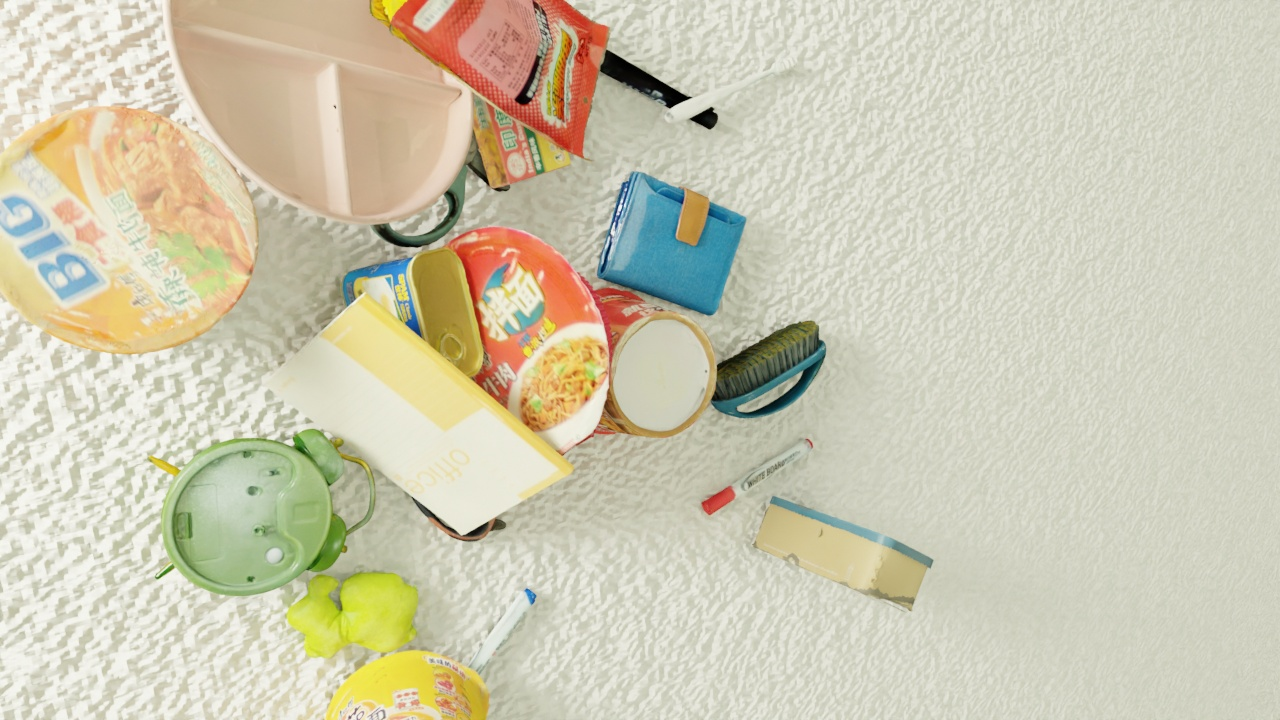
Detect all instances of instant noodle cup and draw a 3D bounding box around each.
[{"bbox_3d":[-0.005,0.005,0.817,0.137,0.109,0.138,-4,98,-30],"label":"instant noodle cup"},{"bbox_3d":[-0.339,-0.084,0.605,0.151,0.111,0.151,-4,99,-30],"label":"instant noodle cup"},{"bbox_3d":[-0.185,0.322,0.740,0.138,0.110,0.138,-4,102,-19],"label":"instant noodle cup"},{"bbox_3d":[-0.093,-0.013,0.742,0.065,0.194,0.194,-21,110,-58],"label":"instant noodle cup"}]

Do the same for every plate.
[{"bbox_3d":[-0.213,-0.204,0.634,0.229,0.028,0.229,11,75,-46],"label":"plate"}]

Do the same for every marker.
[{"bbox_3d":[0.125,0.120,0.963,0.145,0.017,0.017,-28,110,-24],"label":"marker"},{"bbox_3d":[-0.143,0.268,0.826,0.017,0.017,0.145,45,74,-27],"label":"marker"},{"bbox_3d":[0.018,-0.250,0.847,0.132,0.020,0.022,19,70,-32],"label":"marker"}]

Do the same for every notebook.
[{"bbox_3d":[-0.171,0.050,0.708,0.206,0.146,0.010,43,37,-21],"label":"notebook"}]

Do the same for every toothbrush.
[{"bbox_3d":[0.089,-0.259,0.875,0.179,0.016,0.016,-32,104,-32],"label":"toothbrush"}]

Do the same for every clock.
[{"bbox_3d":[-0.282,0.111,0.699,0.161,0.056,0.116,-3,99,-30],"label":"clock"}]

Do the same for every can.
[{"bbox_3d":[-0.179,-0.031,0.715,0.057,0.083,0.102,-27,108,-55],"label":"can"}]

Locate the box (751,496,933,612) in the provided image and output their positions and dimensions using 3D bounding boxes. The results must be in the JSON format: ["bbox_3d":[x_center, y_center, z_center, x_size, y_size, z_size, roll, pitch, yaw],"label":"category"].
[{"bbox_3d":[0.203,0.195,0.923,0.089,0.184,0.063,29,78,-36],"label":"box"}]

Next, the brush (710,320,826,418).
[{"bbox_3d":[0.132,0.016,0.930,0.143,0.055,0.073,-29,110,-24],"label":"brush"}]

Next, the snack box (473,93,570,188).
[{"bbox_3d":[-0.111,-0.228,0.758,0.076,0.027,0.156,-31,112,-44],"label":"snack box"}]

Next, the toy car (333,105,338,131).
[{"bbox_3d":[-0.224,-0.197,0.703,0.105,0.031,0.049,-28,112,-40],"label":"toy car"}]

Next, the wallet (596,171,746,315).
[{"bbox_3d":[0.032,-0.109,0.866,0.133,0.040,0.106,17,92,-32],"label":"wallet"}]

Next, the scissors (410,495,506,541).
[{"bbox_3d":[-0.187,0.065,0.773,0.182,0.015,0.209,-15,104,-27],"label":"scissors"}]

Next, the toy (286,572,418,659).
[{"bbox_3d":[-0.232,0.208,0.756,0.100,0.031,0.097,-29,113,-20],"label":"toy"}]

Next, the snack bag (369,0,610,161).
[{"bbox_3d":[-0.100,-0.248,0.705,0.207,0.073,0.128,20,71,-50],"label":"snack bag"}]

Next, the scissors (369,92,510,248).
[{"bbox_3d":[-0.174,-0.178,0.719,0.174,0.019,0.170,-54,125,-33],"label":"scissors"}]
